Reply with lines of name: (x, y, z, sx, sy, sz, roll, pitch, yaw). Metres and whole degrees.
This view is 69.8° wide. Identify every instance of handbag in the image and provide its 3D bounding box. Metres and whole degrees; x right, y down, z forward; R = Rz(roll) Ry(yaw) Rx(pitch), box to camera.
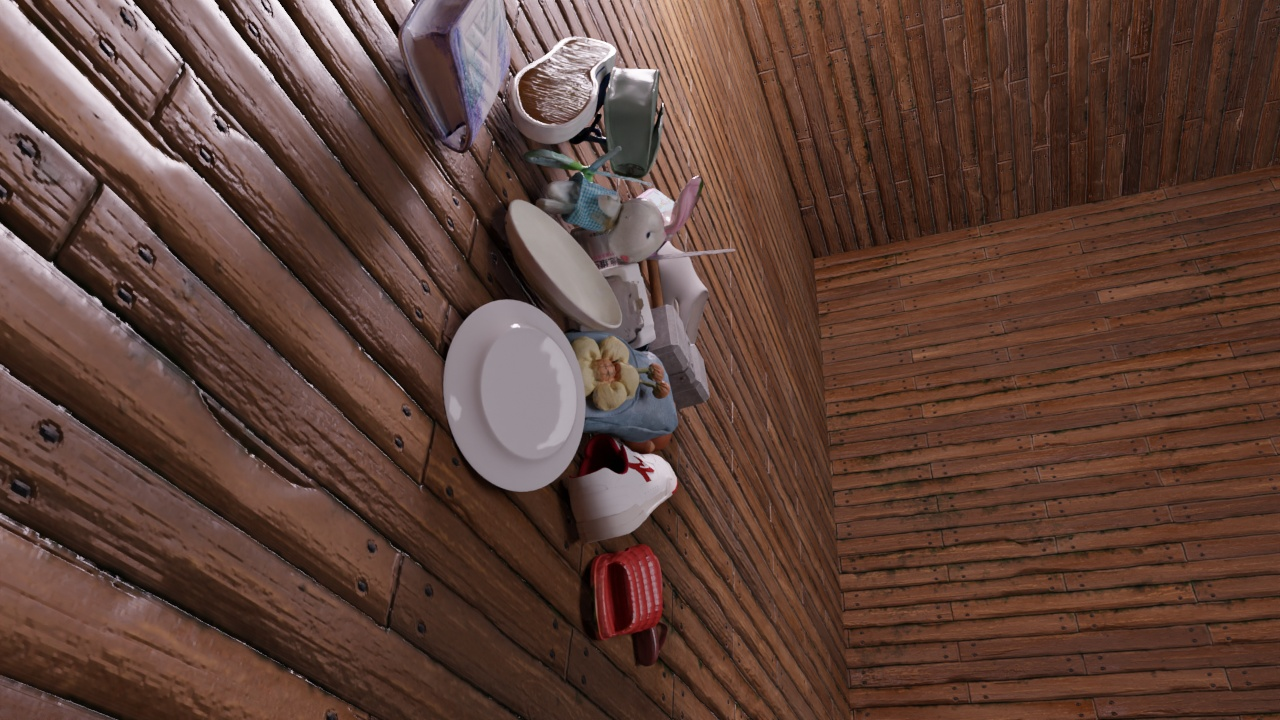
handbag: (0.020, 0.368, 1.221, 0.119, 0.029, 0.055, 27, 57, -74)
handbag: (-0.005, -0.307, 1.173, 0.121, 0.067, 0.106, -82, 172, -47)
handbag: (-0.180, -0.300, 0.907, 0.158, 0.069, 0.127, -81, 168, -45)
handbag: (-0.026, 0.031, 1.059, 0.191, 0.119, 0.121, 16, 58, -46)

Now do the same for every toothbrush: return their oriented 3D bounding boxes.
toothbrush: (0.050, -0.149, 1.331, 0.010, 0.182, 0.010, 65, 30, -46)

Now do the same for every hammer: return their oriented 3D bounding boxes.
hammer: (0.026, -0.094, 1.425, 0.163, 0.083, 0.317, 56, 22, -52)

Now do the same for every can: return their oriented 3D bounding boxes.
can: (-0.053, -0.110, 1.199, 0.054, 0.054, 0.135, -31, 108, -71)

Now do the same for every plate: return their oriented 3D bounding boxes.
plate: (-0.112, 0.033, 0.897, 0.188, 0.016, 0.188, 15, 71, -49)
plate: (-0.092, -0.100, 1.030, 0.182, 0.034, 0.182, 46, 17, -19)

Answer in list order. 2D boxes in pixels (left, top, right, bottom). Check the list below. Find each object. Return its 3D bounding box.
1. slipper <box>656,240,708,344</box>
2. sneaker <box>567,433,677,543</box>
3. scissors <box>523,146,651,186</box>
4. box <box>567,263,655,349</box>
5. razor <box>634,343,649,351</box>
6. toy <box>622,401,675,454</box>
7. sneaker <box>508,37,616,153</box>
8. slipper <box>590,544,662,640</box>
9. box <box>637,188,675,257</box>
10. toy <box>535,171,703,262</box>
slipper: (0.076, -0.079, 1.522, 0.113, 0.081, 0.265, 62, 23, -65)
sneaker: (-0.025, 0.135, 1.125, 0.236, 0.090, 0.104, -29, 102, -68)
scissors: (-0.064, -0.233, 1.131, 0.172, 0.172, 0.021, 12, 75, -23)
box: (-0.042, -0.058, 1.130, 0.091, 0.103, 0.107, -36, 113, -68)
razor: (-0.007, 0.007, 1.215, 0.052, 0.064, 0.141, -53, 161, -56)
toy: (0.014, 0.085, 1.299, 0.095, 0.065, 0.127, -61, -174, 17)
sneaker: (-0.091, -0.309, 1.160, 0.293, 0.121, 0.127, -74, 176, -56)
slipper: (-0.002, 0.282, 1.140, 0.248, 0.059, 0.103, 11, 70, -72)
box: (0.014, -0.209, 1.404, 0.213, 0.078, 0.065, -55, 167, -65)
toy: (-0.028, -0.175, 1.125, 0.205, 0.131, 0.105, 6, 70, -25)
